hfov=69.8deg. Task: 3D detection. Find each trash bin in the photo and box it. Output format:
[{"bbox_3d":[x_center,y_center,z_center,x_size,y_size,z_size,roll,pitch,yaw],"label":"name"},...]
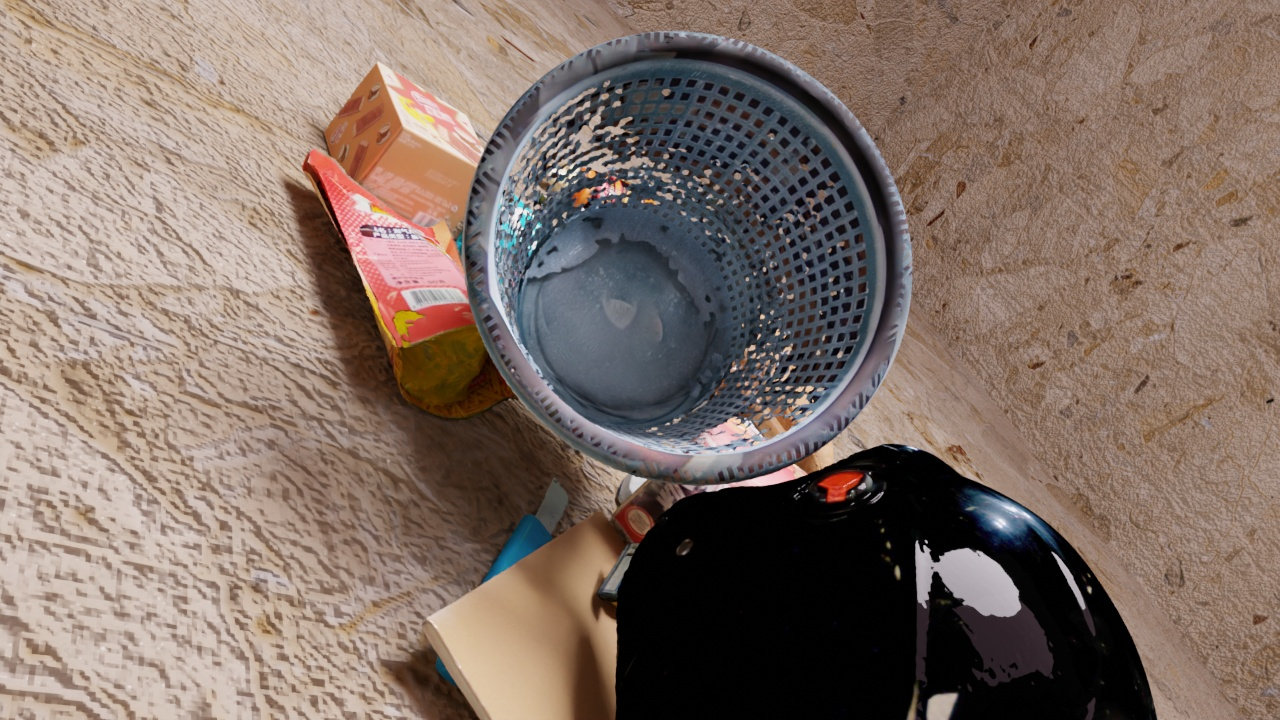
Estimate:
[{"bbox_3d":[0.010,-0.040,0.535,0.226,0.226,0.195,45,-14,-2],"label":"trash bin"}]

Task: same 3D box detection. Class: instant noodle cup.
[{"bbox_3d":[0.054,0.106,0.608,0.108,0.138,0.137,46,20,6],"label":"instant noodle cup"}]

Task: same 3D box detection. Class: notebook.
[{"bbox_3d":[-0.021,0.167,0.496,0.148,0.008,0.207,55,19,7],"label":"notebook"}]

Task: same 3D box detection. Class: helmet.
[{"bbox_3d":[0.126,0.170,0.444,0.233,0.274,0.230,58,-21,-21],"label":"helmet"}]

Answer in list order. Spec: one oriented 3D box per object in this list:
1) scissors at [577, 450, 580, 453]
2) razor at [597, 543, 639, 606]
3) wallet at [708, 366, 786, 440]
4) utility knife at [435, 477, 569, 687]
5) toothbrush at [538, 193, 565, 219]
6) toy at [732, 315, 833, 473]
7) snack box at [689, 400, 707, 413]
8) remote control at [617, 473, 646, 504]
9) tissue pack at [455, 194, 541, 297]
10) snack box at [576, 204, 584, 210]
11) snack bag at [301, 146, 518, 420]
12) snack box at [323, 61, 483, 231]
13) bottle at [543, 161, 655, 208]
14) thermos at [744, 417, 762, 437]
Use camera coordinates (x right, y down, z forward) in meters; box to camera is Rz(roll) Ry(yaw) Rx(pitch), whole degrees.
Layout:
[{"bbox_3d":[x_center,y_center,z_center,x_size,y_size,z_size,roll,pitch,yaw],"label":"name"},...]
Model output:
[{"bbox_3d":[-0.033,0.000,0.767,0.022,0.161,0.233,8,63,-1],"label":"scissors"},{"bbox_3d":[0.029,0.169,0.549,0.132,0.028,0.043,46,43,-10],"label":"razor"},{"bbox_3d":[0.102,0.059,0.860,0.101,0.020,0.115,55,-12,6],"label":"wallet"},{"bbox_3d":[-0.068,0.116,0.521,0.034,0.018,0.202,43,20,-7],"label":"utility knife"},{"bbox_3d":[-0.043,-0.123,1.025,0.186,0.012,0.017,40,10,-16],"label":"toothbrush"},{"bbox_3d":[0.141,0.046,0.912,0.226,0.083,0.143,55,14,-5],"label":"toy"},{"bbox_3d":[0.041,-0.024,0.922,0.156,0.027,0.085,-94,170,-60],"label":"snack box"},{"bbox_3d":[0.036,0.130,0.689,0.125,0.024,0.049,44,21,-6],"label":"remote control"},{"bbox_3d":[-0.097,-0.090,0.801,0.133,0.050,0.093,39,22,-16],"label":"tissue pack"},{"bbox_3d":[-0.040,-0.093,0.912,0.113,0.053,0.125,43,21,-11],"label":"snack box"},{"bbox_3d":[-0.154,-0.058,0.624,0.128,0.073,0.207,26,23,-48],"label":"snack bag"},{"bbox_3d":[-0.185,-0.165,0.733,0.092,0.077,0.094,23,30,-46],"label":"snack box"},{"bbox_3d":[-0.052,-0.193,1.077,0.149,0.067,0.066,20,32,-36],"label":"bottle"},{"bbox_3d":[0.134,0.152,0.779,0.220,0.070,0.070,52,21,15],"label":"thermos"}]
